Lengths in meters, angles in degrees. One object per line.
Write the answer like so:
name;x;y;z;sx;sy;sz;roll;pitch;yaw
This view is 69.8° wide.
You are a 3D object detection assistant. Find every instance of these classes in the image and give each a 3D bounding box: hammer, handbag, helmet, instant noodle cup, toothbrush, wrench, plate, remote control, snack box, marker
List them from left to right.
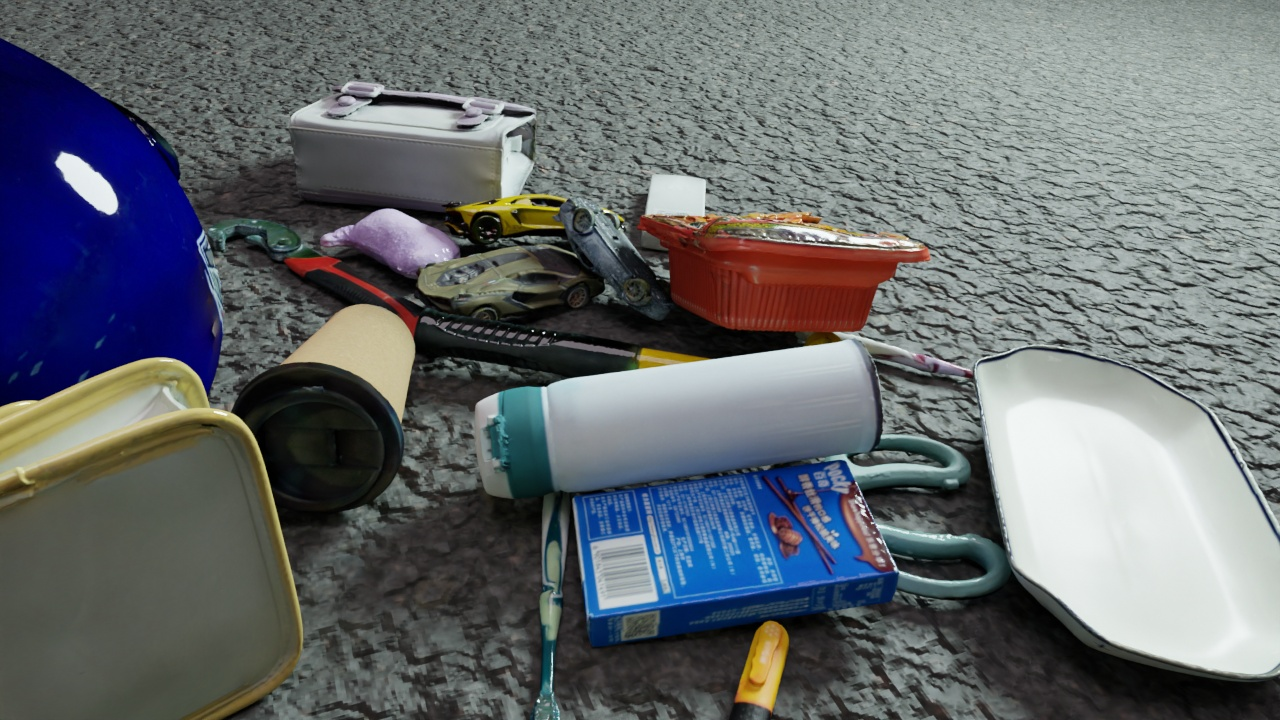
helmet;-0.345;-0.020;0.445;0.316;0.240;0.246;-5;47;46
handbag;-0.232;0.097;0.350;0.178;0.164;0.063;-26;43;-37
wrench;-0.243;-0.064;0.719;0.274;0.016;0.056;25;39;28
handbag;-0.207;-0.206;0.871;0.197;0.099;0.144;7;28;3
toothbrush;-0.045;0.117;0.472;0.016;0.018;0.191;2;34;-4
hammer;-0.004;0.004;0.624;0.301;0.033;0.128;9;33;3
remote control;0.033;-0.140;0.861;0.056;0.019;0.134;5;34;1
snack box;0.046;0.099;0.486;0.157;0.026;0.084;-7;37;-5
marker;0.047;0.166;0.411;0.018;0.015;0.123;9;36;17
instant noodle cup;0.094;-0.069;0.676;0.164;0.079;0.189;1;14;-19
toothbrush;0.204;0.004;0.672;0.188;0.016;0.017;16;45;15
plate;0.280;0.081;0.541;0.162;0.034;0.265;11;36;4

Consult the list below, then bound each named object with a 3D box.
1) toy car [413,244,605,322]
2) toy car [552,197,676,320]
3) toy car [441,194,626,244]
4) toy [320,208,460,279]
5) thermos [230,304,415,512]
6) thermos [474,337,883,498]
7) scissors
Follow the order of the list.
toy car;-0.098;-0.062;0.710;0.157;0.042;0.070;-16;40;-36
toy car;-0.020;-0.078;0.717;0.120;0.037;0.054;50;20;12
toy car;-0.089;-0.119;0.778;0.155;0.041;0.071;-3;8;-15
toy;-0.197;-0.095;0.750;0.108;0.039;0.083;28;40;26
thermos;-0.178;0.022;0.542;0.093;0.093;0.143;2;26;-4
thermos;0.018;0.035;0.523;0.224;0.073;0.073;-8;35;-5
scissors;0.131;0.078;0.551;0.177;0.019;0.169;13;36;17
